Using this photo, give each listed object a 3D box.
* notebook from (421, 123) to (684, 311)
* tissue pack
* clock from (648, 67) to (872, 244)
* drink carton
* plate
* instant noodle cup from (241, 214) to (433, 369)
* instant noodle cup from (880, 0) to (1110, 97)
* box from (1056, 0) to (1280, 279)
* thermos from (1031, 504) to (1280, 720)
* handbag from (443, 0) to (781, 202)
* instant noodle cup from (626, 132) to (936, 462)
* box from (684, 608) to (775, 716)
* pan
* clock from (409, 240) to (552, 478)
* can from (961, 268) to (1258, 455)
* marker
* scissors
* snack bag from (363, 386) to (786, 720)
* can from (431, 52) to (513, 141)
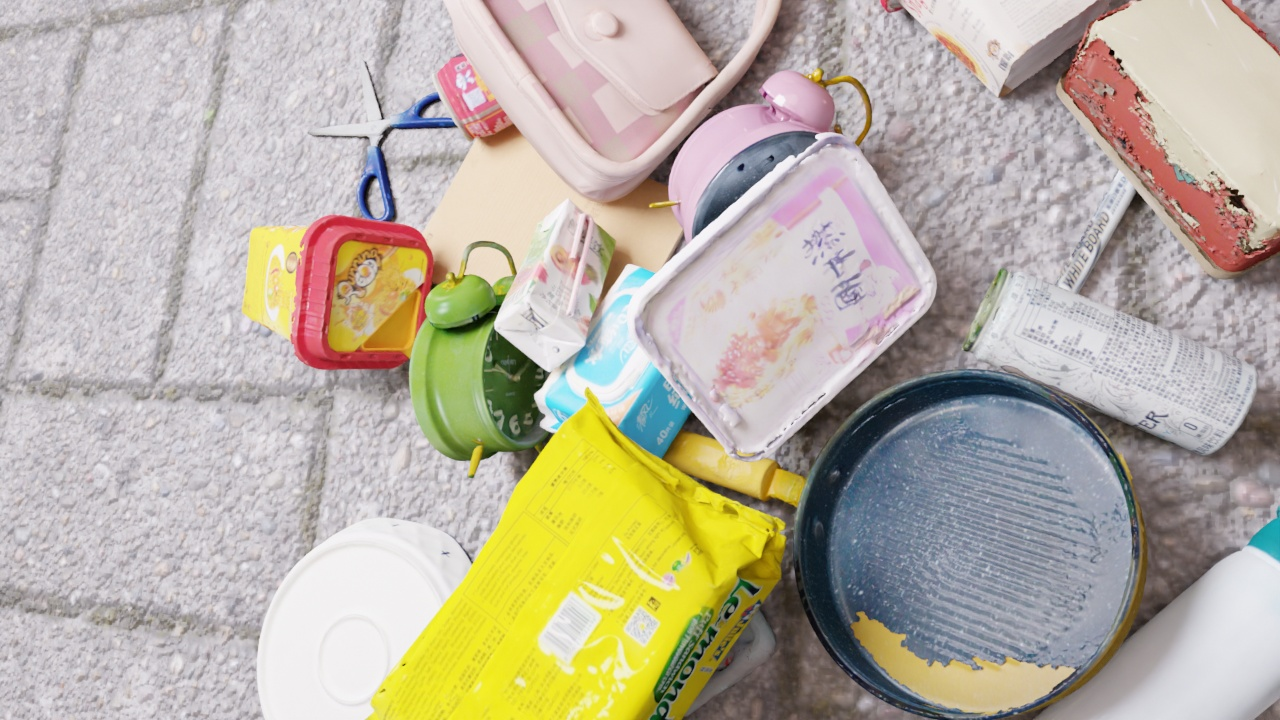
[{"bbox_3d":[-0.076,-0.099,0.727,0.211,0.012,0.149,27,87,24],"label":"notebook"},{"bbox_3d":[-0.004,0.004,0.626,0.090,0.063,0.140,25,77,43],"label":"tissue pack"},{"bbox_3d":[0.090,-0.125,0.614,0.158,0.117,0.059,-38,48,8],"label":"clock"},{"bbox_3d":[-0.055,-0.056,0.637,0.046,0.053,0.122,-33,28,36],"label":"drink carton"},{"bbox_3d":[-0.201,0.220,0.681,0.205,0.045,0.204,-5,75,20],"label":"plate"},{"bbox_3d":[-0.245,-0.059,0.726,0.124,0.116,0.116,15,99,35],"label":"instant noodle cup"},{"bbox_3d":[0.232,-0.251,0.597,0.117,0.116,0.124,-36,80,9],"label":"instant noodle cup"},{"bbox_3d":[0.333,-0.141,0.534,0.091,0.077,0.168,-27,68,-4],"label":"box"},{"bbox_3d":[0.296,0.171,0.492,0.224,0.073,0.073,-44,67,6],"label":"thermos"},{"bbox_3d":[-0.002,-0.249,0.667,0.234,0.093,0.193,-37,95,-9],"label":"handbag"},{"bbox_3d":[0.080,-0.040,0.564,0.173,0.138,0.060,-42,24,-6],"label":"instant noodle cup"},{"bbox_3d":[-0.010,0.214,0.604,0.201,0.095,0.098,-36,102,10],"label":"box"},{"bbox_3d":[0.115,0.086,0.571,0.358,0.078,0.197,12,78,45],"label":"pan"},{"bbox_3d":[-0.105,-0.004,0.650,0.056,0.116,0.161,-3,93,27],"label":"clock"},{"bbox_3d":[0.269,-0.001,0.533,0.147,0.058,0.058,25,87,14],"label":"can"},{"bbox_3d":[0.280,-0.064,0.579,0.017,0.017,0.146,30,89,24],"label":"marker"},{"bbox_3d":[-0.224,-0.200,0.806,0.163,0.012,0.173,-19,70,17],"label":"scissors"},{"bbox_3d":[-0.041,0.156,0.524,0.158,0.068,0.246,33,90,23],"label":"snack bag"},{"bbox_3d":[-0.111,-0.224,0.733,0.094,0.066,0.066,-28,69,5],"label":"can"}]
